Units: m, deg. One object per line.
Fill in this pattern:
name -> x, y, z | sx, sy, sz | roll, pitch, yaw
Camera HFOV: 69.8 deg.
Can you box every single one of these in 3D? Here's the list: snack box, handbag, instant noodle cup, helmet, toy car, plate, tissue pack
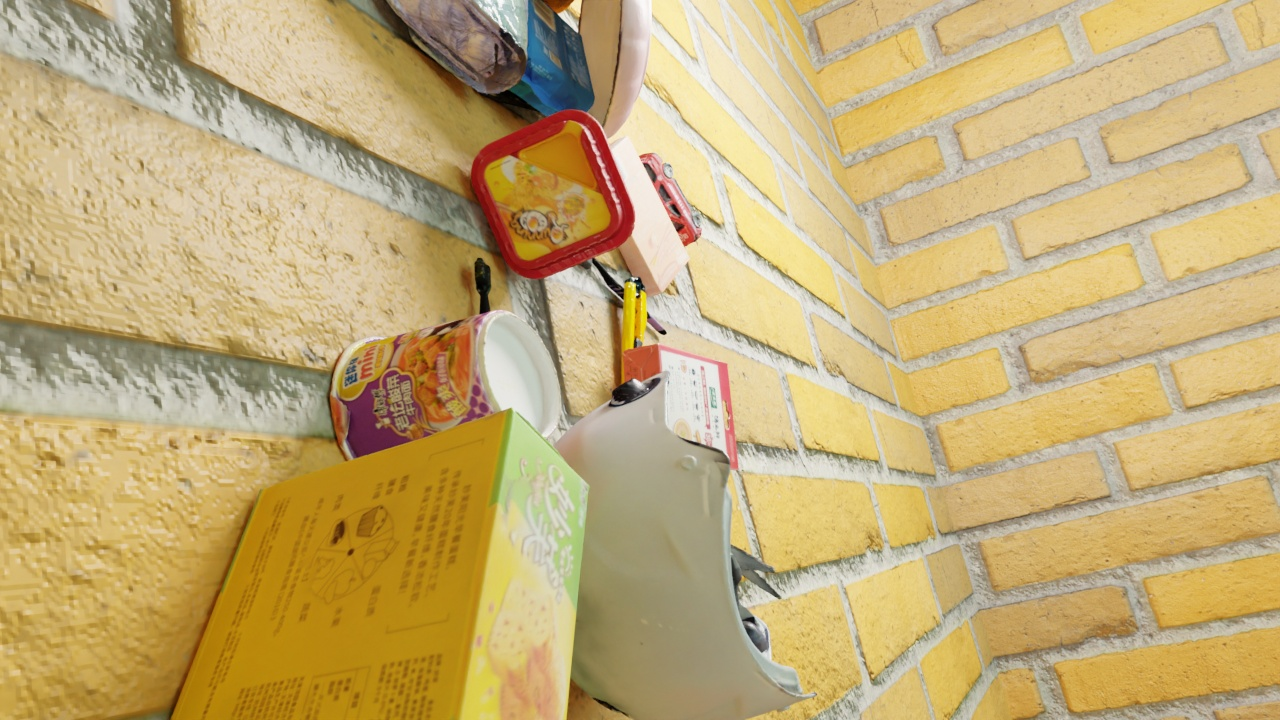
snack box -> -0.111, 0.136, 0.381 | 0.070, 0.158, 0.209 | 53, 29, -39
handbag -> -0.148, -0.332, 0.765 | 0.134, 0.076, 0.193 | 35, 43, -44
snack box -> 0.040, 0.050, 0.883 | 0.127, 0.044, 0.113 | 14, 67, -53
instant noodle cup -> -0.109, 0.024, 0.550 | 0.111, 0.099, 0.111 | 46, 34, -46
helmet -> -0.004, 0.138, 0.625 | 0.258, 0.146, 0.229 | -125, -166, -67
toy car -> 0.025, -0.183, 1.072 | 0.120, 0.053, 0.045 | 54, 49, -21
plate -> -0.024, -0.302, 0.865 | 0.192, 0.039, 0.192 | 180, -89, -74
instant noodle cup -> -0.065, -0.139, 0.775 | 0.123, 0.116, 0.116 | -55, 123, -76
snack box -> -0.004, -0.156, 0.996 | 0.157, 0.026, 0.084 | 62, 38, -20
tissue pack -> -0.095, -0.281, 0.856 | 0.095, 0.052, 0.157 | 31, 36, -42

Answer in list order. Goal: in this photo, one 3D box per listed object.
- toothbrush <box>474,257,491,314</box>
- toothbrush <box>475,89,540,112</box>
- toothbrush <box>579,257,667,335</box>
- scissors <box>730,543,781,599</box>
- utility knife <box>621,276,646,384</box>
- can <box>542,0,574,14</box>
toothbrush -> -0.108, 0.019, 0.648 | 0.027, 0.026, 0.212 | 72, 10, -63
toothbrush -> -0.105, -0.245, 0.875 | 0.180, 0.018, 0.015 | -12, 91, -65
toothbrush -> -0.018, -0.067, 0.933 | 0.189, 0.014, 0.016 | 42, 44, -50
scissors -> 0.070, 0.168, 0.775 | 0.234, 0.021, 0.163 | 46, -27, 53
utility knife -> -0.005, 0.005, 0.889 | 0.033, 0.015, 0.206 | 33, 49, -46
can -> -0.084, -0.375, 0.896 | 0.058, 0.058, 0.146 | 63, -3, -17
